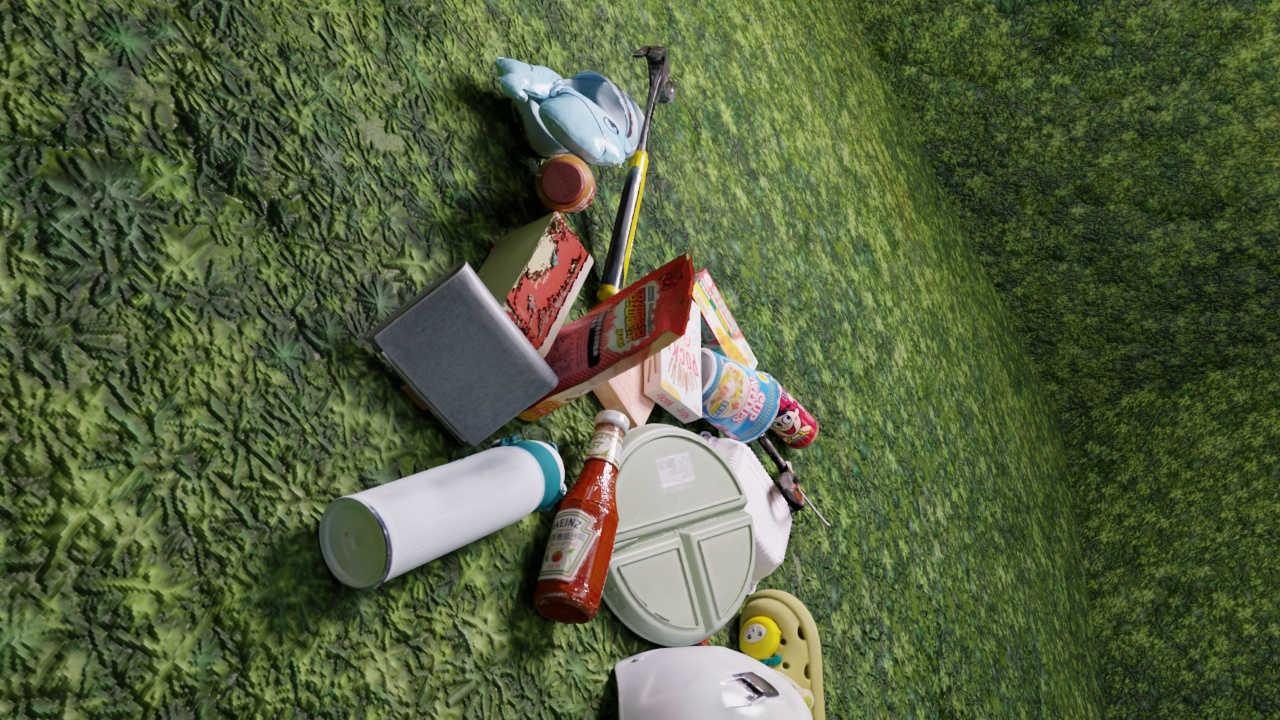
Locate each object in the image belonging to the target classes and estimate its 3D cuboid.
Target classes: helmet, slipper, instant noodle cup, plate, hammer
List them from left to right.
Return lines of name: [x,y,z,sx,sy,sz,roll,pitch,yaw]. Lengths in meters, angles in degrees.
slipper: [-0.059,-0.292,1.080,0.244,0.074,0.104,-26,93,-58]
hammer: [-0.006,-0.219,1.063,0.126,0.032,0.322,64,36,-70]
plate: [0.039,0.175,0.943,0.230,0.028,0.229,16,64,-38]
instant noodle cup: [0.098,0.038,1.118,0.110,0.099,0.099,29,49,-37]
helmet: [0.091,0.372,0.845,0.258,0.146,0.228,39,43,-41]
instant noodle cup: [0.121,0.176,1.095,0.173,0.060,0.137,54,34,-21]
slipper: [0.151,0.351,1.011,0.081,0.092,0.190,9,68,-53]

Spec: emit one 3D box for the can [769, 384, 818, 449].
can: [0.193,0.071,1.275,0.132,0.053,0.053,41,41,-39]

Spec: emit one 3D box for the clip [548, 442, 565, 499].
clip: [-0.084,0.104,0.862,0.046,0.014,0.057,7,67,-54]

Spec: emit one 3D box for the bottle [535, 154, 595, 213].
bottle: [-0.075,-0.178,0.932,0.057,0.057,0.175,63,3,-9]

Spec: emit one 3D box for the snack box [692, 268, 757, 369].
snack box: [0.103,-0.038,1.226,0.156,0.027,0.076,59,31,-17]

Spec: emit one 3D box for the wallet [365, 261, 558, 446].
wallet: [-0.146,-0.001,0.754,0.130,0.106,0.037,54,1,-26]

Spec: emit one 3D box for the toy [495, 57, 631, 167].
toy: [-0.075,-0.257,0.965,0.161,0.050,0.156,0,52,-51]

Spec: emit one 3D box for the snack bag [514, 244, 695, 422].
snack bag: [-0.037,-0.019,0.820,0.073,0.208,0.128,46,36,-25]

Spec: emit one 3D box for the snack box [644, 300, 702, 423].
snack box: [0.038,-0.015,1.058,0.084,0.027,0.156,37,43,-43]

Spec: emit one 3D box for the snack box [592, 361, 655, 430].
snack box: [-0.006,0.006,1.029,0.084,0.026,0.156,57,33,-19]

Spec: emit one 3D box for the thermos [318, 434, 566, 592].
thermos: [-0.142,0.109,0.719,0.223,0.073,0.073,-15,85,-59]

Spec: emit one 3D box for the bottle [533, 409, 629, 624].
bottle: [-0.046,0.136,0.843,0.060,0.060,0.205,44,44,-35]

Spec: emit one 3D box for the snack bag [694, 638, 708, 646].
snack bag: [0.057,0.256,0.980,0.048,0.026,0.104,41,40,-57]

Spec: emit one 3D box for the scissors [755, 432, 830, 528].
scissors: [0.188,0.140,1.195,0.230,0.022,0.220,52,10,-11]

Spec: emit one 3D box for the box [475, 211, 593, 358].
box: [-0.114,-0.068,0.842,0.077,0.091,0.167,55,34,-27]
